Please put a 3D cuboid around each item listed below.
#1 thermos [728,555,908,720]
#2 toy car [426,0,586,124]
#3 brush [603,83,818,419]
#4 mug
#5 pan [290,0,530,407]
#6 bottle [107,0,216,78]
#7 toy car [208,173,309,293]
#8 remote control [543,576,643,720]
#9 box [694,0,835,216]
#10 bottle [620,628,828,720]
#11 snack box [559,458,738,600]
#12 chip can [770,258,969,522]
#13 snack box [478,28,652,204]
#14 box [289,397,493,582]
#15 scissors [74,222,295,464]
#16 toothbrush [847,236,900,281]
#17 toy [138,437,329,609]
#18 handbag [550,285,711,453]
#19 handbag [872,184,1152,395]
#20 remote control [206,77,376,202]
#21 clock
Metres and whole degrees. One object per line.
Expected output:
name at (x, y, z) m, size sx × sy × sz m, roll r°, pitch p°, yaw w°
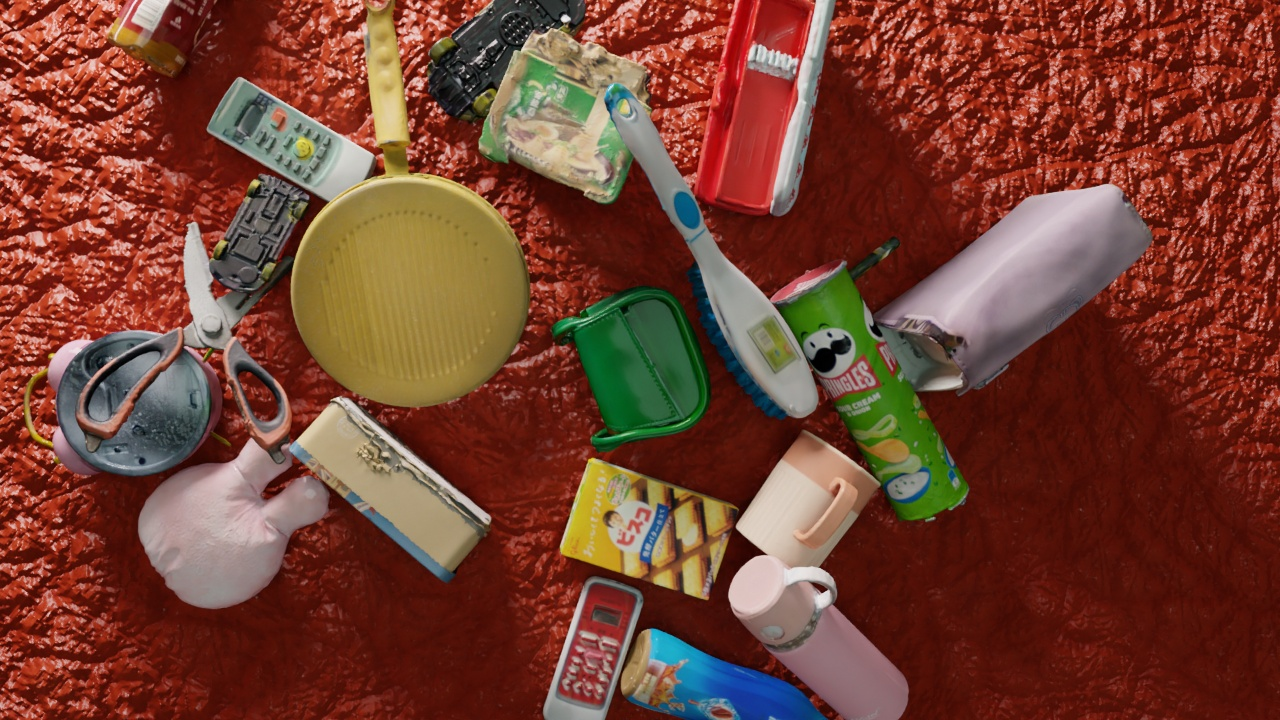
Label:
thermos at (0.158, 0.235, 0.771) m, size 0.087 × 0.067 × 0.198 m, roll -27°, pitch 121°, yaw 27°
toy car at (-0.115, -0.272, 0.791) m, size 0.158 × 0.042 × 0.070 m, roll -40°, pitch 93°, yaw 2°
brush at (0.057, -0.080, 0.752) m, size 0.060 × 0.109 × 0.314 m, roll -34°, pitch 99°, yaw -3°
mug at (0.147, 0.127, 0.786) m, size 0.081 × 0.114 × 0.106 m, roll 36°, pitch 89°, yaw -7°
pan at (-0.200, -0.137, 0.768) m, size 0.197 × 0.078 × 0.357 m, roll -7°, pitch 103°, yaw -9°
bottle at (-0.370, -0.324, 0.757) m, size 0.057 × 0.057 × 0.175 m, roll 28°, pitch 88°, yaw -5°
toy car at (-0.319, -0.104, 0.767) m, size 0.049 × 0.031 × 0.106 m, roll 24°, pitch 67°, yaw -13°
remote control at (-0.042, 0.262, 0.815) m, size 0.056 × 0.020 × 0.136 m, roll 19°, pitch 88°, yaw -6°
box at (0.114, -0.230, 0.786) m, size 0.095 × 0.102 × 0.201 m, roll 13°, pitch 89°, yaw -7°
bottle at (0.093, 0.303, 0.806) m, size 0.218 × 0.065 × 0.065 m, roll 23°, pitch 88°, yaw -5°
snack box at (0.008, 0.149, 0.813) m, size 0.140 × 0.034 × 0.087 m, roll 19°, pitch 88°, yaw -4°
chip can at (0.202, 0.029, 0.803) m, size 0.072 × 0.072 × 0.236 m, roll -32°, pitch 99°, yaw -5°
snack box at (-0.058, -0.194, 0.767) m, size 0.118 × 0.105 × 0.117 m, roll 23°, pitch 90°, yaw -5°
box at (-0.199, 0.109, 0.763) m, size 0.184 × 0.090 × 0.061 m, roll 43°, pitch 82°, yaw -1°
scissors at (-0.351, -0.011, 0.731) m, size 0.188 × 0.015 × 0.222 m, roll -15°, pitch 75°, yaw -32°
toothbrush at (0.163, -0.054, 0.834) m, size 0.185 × 0.017 × 0.012 m, roll -37°, pitch 96°, yaw -4°
toy at (-0.336, 0.133, 0.763) m, size 0.159 × 0.054 × 0.121 m, roll -35°, pitch 97°, yaw 5°
handbag at (-0.005, 0.005, 0.798) m, size 0.120 × 0.068 × 0.131 m, roll -19°, pitch 93°, yaw 2°
handbag at (0.313, -0.057, 0.786) m, size 0.197 × 0.145 × 0.098 m, roll -37°, pitch 91°, yaw -4°
remote control at (-0.296, -0.184, 0.785) m, size 0.135 × 0.019 × 0.056 m, roll 31°, pitch 87°, yaw -5°
clock at (-0.425, 0.036, 0.755) m, size 0.158 × 0.060 × 0.117 m, roll -5°, pitch 91°, yaw -8°
